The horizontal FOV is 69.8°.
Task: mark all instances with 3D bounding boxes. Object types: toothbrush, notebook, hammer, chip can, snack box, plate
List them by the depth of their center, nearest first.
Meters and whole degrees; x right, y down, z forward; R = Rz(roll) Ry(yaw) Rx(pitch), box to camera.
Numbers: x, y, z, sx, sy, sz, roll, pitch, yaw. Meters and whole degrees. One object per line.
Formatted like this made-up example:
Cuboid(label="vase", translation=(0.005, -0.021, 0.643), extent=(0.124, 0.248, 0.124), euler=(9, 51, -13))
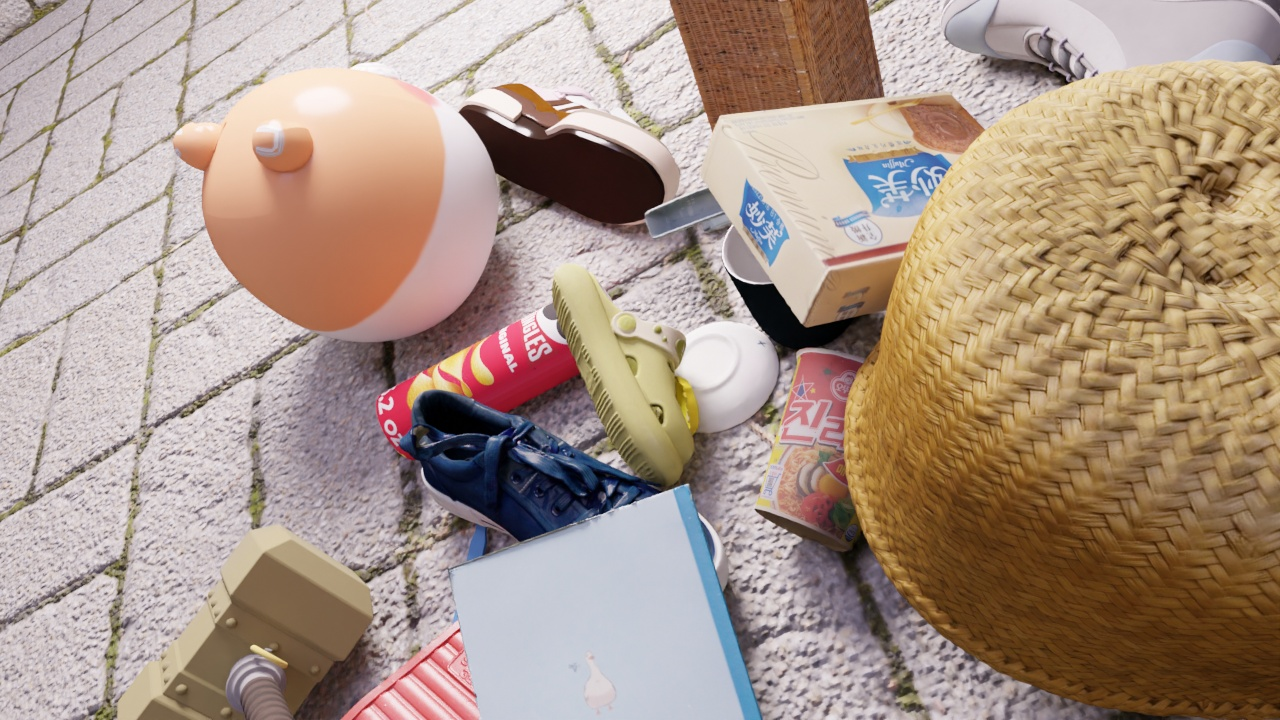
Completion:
Cuboid(label="notebook", translation=(-0.014, 0.224, 0.560), extent=(0.181, 0.009, 0.253), euler=(-21, 72, 15))
Cuboid(label="hammer", translation=(-0.244, 0.234, 0.601), extent=(0.190, 0.100, 0.325), euler=(-56, 25, -16))
Cuboid(label="snack box", translation=(0.168, -0.112, 0.633), extent=(0.207, 0.055, 0.153), euler=(-13, 54, -22))
Cuboid(label="toothbrush", translation=(-0.132, 0.171, 0.733), extent=(0.016, 0.014, 0.166), euler=(-6, 59, 25))
Cuboid(label="plate", translation=(0.057, 0.007, 0.733), extent=(0.104, 0.026, 0.104), euler=(-15, 51, 19))
Cuboid(label="chip can", translation=(-0.121, 0.010, 0.802), extent=(0.221, 0.069, 0.069), euler=(-27, 48, 10))

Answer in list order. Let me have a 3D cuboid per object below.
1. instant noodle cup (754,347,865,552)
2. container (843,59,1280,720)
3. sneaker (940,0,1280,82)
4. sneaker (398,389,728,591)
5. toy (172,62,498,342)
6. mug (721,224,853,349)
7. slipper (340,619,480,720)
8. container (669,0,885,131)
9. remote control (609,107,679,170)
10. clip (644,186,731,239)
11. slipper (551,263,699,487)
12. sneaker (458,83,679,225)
Cuboid(label="instant noodle cup", translation=(0.129, 0.063, 0.610), extent=(0.100, 0.100, 0.112), euler=(16, 74, 37))
Cuboid(label="container", translation=(0.265, 0.003, 0.450), extent=(0.307, 0.197, 0.306), euler=(-3, 56, 4))
Cuboid(label="sneaker", translation=(0.339, -0.223, 0.707), extent=(0.257, 0.093, 0.160), euler=(15, 74, 38))
Cuboid(label="sneaker", translation=(-0.069, 0.087, 0.661), extent=(0.295, 0.127, 0.120), euler=(22, 50, 35))
Cuboid(label="toy", translation=(-0.279, -0.156, 0.876), extent=(0.263, 0.280, 0.265), euler=(8, 82, 34))
Cuboid(label="mug", translation=(0.123, -0.079, 0.711), extent=(0.085, 0.094, 0.121), euler=(0, 57, 29))
Cuboid(label="slipper", translation=(-0.119, 0.239, 0.643), extent=(0.103, 0.059, 0.248), euler=(27, 58, 39))
Cuboid(label="container", translation=(0.123, -0.248, 0.766), extent=(0.114, 0.199, 0.112), euler=(18, 56, 39))
Cuboid(label="remote control", translation=(-0.010, -0.218, 0.947), extent=(0.045, 0.008, 0.146), euler=(-37, 47, 1))
Cuboid(label="clip", translation=(0.065, -0.126, 0.738), extent=(0.164, 0.031, 0.169), euler=(-24, 3, -38))
Cuboid(label="slipper", translation=(-0.004, 0.004, 0.708), extent=(0.081, 0.092, 0.190), euler=(-24, 76, -17))
Cuboid(label="sneaker", translation=(-0.052, -0.224, 0.922), extent=(0.294, 0.112, 0.116), euler=(24, 58, 41))
